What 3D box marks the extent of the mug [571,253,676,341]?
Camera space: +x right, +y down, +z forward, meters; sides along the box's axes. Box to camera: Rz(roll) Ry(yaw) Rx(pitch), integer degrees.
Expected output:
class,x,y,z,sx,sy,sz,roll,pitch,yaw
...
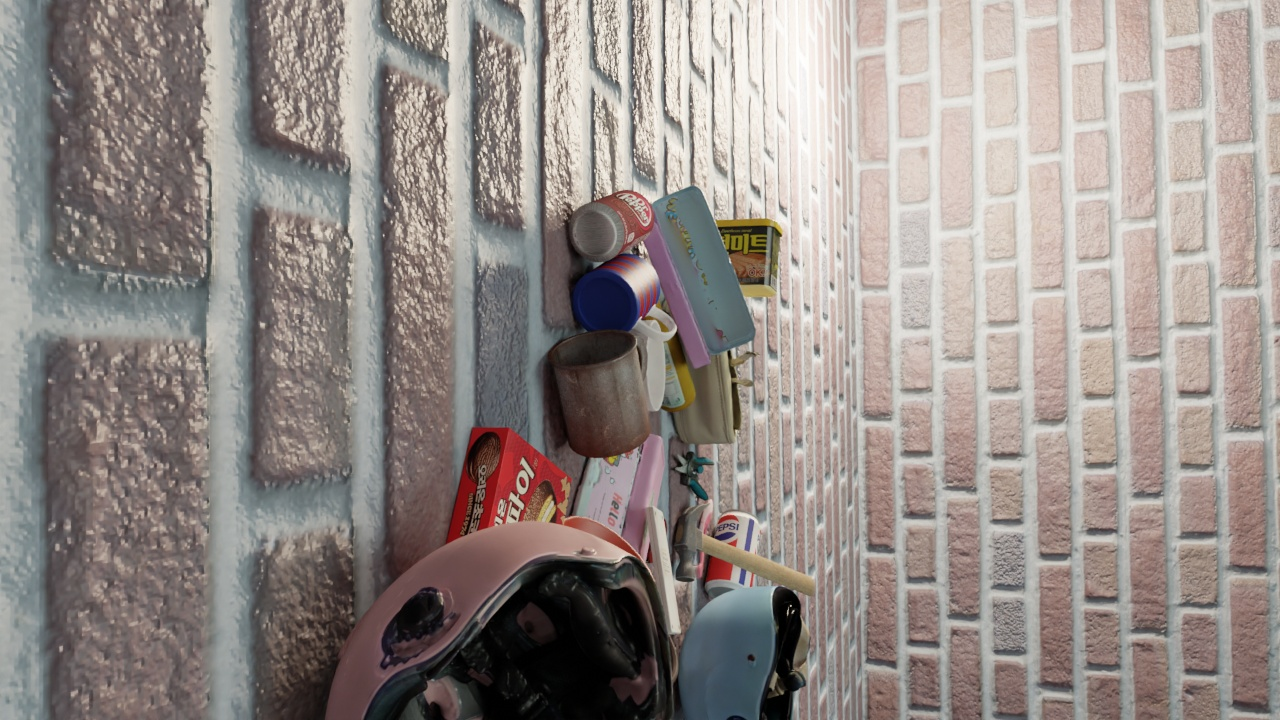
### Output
class,x,y,z,sx,sy,sz,roll,pitch,yaw
mug,-0.011,-0.059,0.991,0.075,0.112,0.076,-52,177,28

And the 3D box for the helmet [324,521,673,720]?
class,x,y,z,sx,sy,sz,roll,pitch,yaw
helmet,-0.109,0.219,0.630,0.254,0.153,0.230,-43,134,-22

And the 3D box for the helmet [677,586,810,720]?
class,x,y,z,sx,sy,sz,roll,pitch,yaw
helmet,0.141,0.442,1.264,0.225,0.167,0.265,-10,97,-66

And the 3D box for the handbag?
class,x,y,z,sx,sy,sz,roll,pitch,yaw
handbag,0.115,0.013,1.295,0.183,0.132,0.229,-40,128,-71

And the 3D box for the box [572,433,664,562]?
class,x,y,z,sx,sy,sz,roll,pitch,yaw
box,-0.016,0.161,1.033,0.156,0.059,0.200,63,32,-48

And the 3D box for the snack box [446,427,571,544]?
class,x,y,z,sx,sy,sz,roll,pitch,yaw
snack box,-0.115,0.154,0.801,0.132,0.036,0.151,52,41,-57

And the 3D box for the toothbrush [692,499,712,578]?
class,x,y,z,sx,sy,sz,roll,pitch,yaw
toothbrush,0.092,0.264,1.364,0.022,0.016,0.134,68,27,-43

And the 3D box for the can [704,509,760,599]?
class,x,y,z,sx,sy,sz,roll,pitch,yaw
can,0.144,0.303,1.416,0.070,0.070,0.131,66,31,-45

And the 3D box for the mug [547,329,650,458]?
class,x,y,z,sx,sy,sz,roll,pitch,yaw
mug,-0.030,0.027,0.940,0.122,0.096,0.110,-32,127,-40

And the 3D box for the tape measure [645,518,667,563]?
class,x,y,z,sx,sy,sz,roll,pitch,yaw
tape measure,0.016,0.227,1.161,0.051,0.019,0.059,41,59,-65

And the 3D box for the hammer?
class,x,y,z,sx,sy,sz,roll,pitch,yaw
hammer,0.165,0.300,1.362,0.331,0.031,0.119,28,53,-38

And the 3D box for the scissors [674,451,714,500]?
class,x,y,z,sx,sy,sz,roll,pitch,yaw
scissors,0.079,0.163,1.327,0.150,0.019,0.121,-38,127,-58

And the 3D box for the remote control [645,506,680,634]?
class,x,y,z,sx,sy,sz,roll,pitch,yaw
remote control,0.024,0.231,1.008,0.050,0.011,0.135,52,28,-68

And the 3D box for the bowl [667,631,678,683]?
class,x,y,z,sx,sy,sz,roll,pitch,yaw
bowl,-0.039,0.282,0.898,0.067,0.145,0.144,-51,166,17

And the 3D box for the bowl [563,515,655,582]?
class,x,y,z,sx,sy,sz,roll,pitch,yaw
bowl,-0.042,0.208,0.899,0.035,0.122,0.121,-51,166,17

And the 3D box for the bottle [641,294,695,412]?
class,x,y,z,sx,sy,sz,roll,pitch,yaw
bottle,0.023,-0.018,1.148,0.053,0.053,0.186,-69,149,-44

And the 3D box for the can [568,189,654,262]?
class,x,y,z,sx,sy,sz,roll,pitch,yaw
can,-0.029,-0.148,1.002,0.113,0.063,0.063,-42,127,-63

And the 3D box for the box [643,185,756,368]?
class,x,y,z,sx,sy,sz,roll,pitch,yaw
box,0.072,-0.106,1.140,0.089,0.092,0.214,-68,136,-80

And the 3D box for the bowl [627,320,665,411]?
class,x,y,z,sx,sy,sz,roll,pitch,yaw
bowl,-0.006,0.006,1.057,0.104,0.054,0.105,0,89,-76

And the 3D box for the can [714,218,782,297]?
class,x,y,z,sx,sy,sz,roll,pitch,yaw
can,0.137,-0.148,1.344,0.072,0.131,0.101,21,72,-67
